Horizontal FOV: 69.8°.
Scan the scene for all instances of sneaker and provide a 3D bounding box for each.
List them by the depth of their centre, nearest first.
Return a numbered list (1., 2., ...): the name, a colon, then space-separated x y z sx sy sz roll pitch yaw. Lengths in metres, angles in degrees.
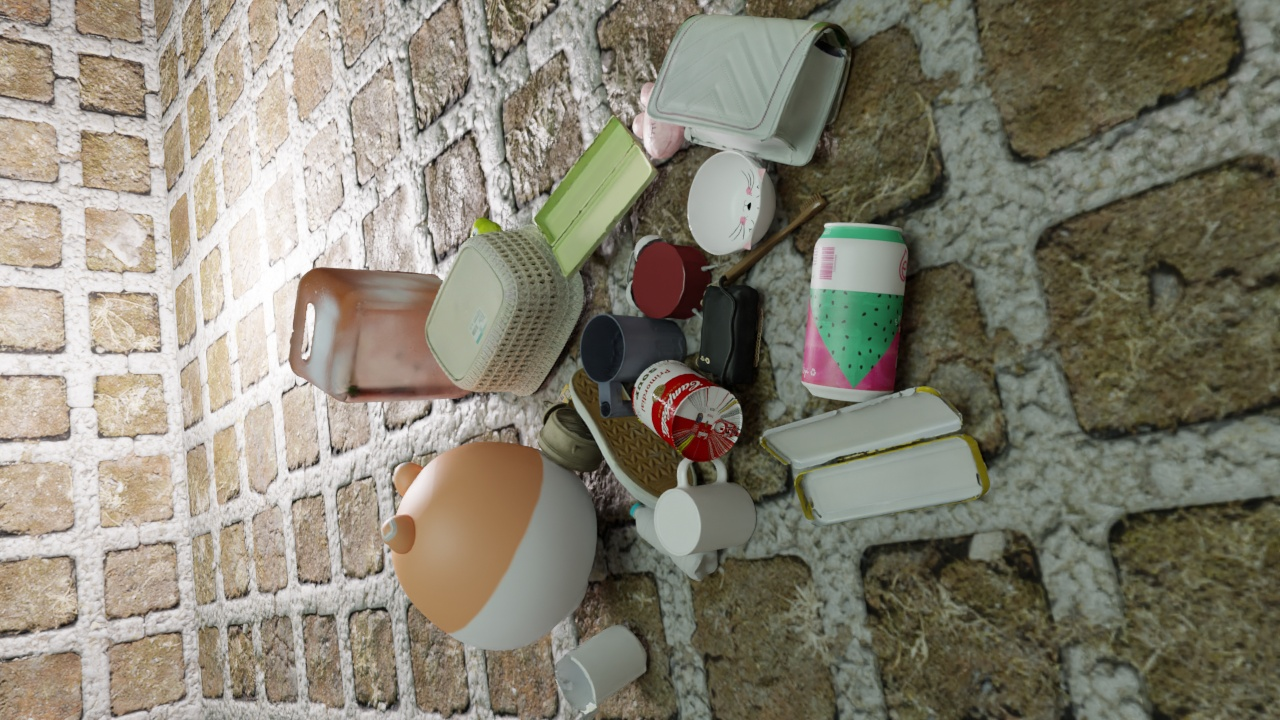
1. sneaker: -0.016 0.107 1.150 0.235 0.087 0.079 50 157 31

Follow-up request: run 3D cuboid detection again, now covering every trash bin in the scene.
1. trash bin: -0.386 -0.036 1.425 0.157 0.259 0.182 24 107 44

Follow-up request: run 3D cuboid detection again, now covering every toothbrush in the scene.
1. toothbrush: 0.142 -0.130 1.015 0.167 0.016 0.016 -40 62 40

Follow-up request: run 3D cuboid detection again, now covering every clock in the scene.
1. clock: 0.030 -0.099 1.116 0.138 0.048 0.096 25 108 45
2. clock: -0.095 0.090 1.227 0.141 0.092 0.055 48 117 44

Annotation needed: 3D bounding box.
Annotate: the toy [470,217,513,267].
1. toy: -0.231 -0.164 1.412 0.118 0.043 0.092 47 122 35

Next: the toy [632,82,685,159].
1. toy: 0.025 -0.303 1.125 0.105 0.053 0.108 35 118 59

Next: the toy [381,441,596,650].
1. toy: -0.198 0.234 1.193 0.266 0.280 0.262 -54 21 20

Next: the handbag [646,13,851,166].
1. handbag: 0.117 -0.298 0.990 0.199 0.096 0.142 28 97 45

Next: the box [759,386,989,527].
1. box: 0.222 0.095 0.891 0.210 0.045 0.128 -22 105 46

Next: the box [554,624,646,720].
1. box: -0.064 0.398 1.135 0.094 0.165 0.084 58 135 16

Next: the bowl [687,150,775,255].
1. bowl: 0.109 -0.173 1.024 0.115 0.050 0.114 0 91 51

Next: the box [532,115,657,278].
1. box: -0.061 -0.212 1.203 0.187 0.030 0.138 -49 49 21

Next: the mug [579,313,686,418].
1. mug: -0.007 0.007 1.114 0.084 0.103 0.124 -11 82 47

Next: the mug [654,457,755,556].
1. mug: 0.072 0.159 1.035 0.074 0.090 0.110 -7 85 48

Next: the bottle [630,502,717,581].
1. bottle: 0.036 0.213 1.110 0.136 0.044 0.044 32 113 44

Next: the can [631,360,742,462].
1. can: 0.050 0.055 1.040 0.116 0.086 0.087 -146 65 -63

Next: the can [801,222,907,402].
1. can: 0.207 -0.046 0.887 0.088 0.088 0.166 10 97 48

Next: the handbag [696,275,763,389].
1. handbag: 0.094 -0.032 1.042 0.079 0.054 0.128 13 102 52

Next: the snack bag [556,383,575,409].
1. snack bag: -0.109 0.069 1.291 0.026 0.020 0.099 53 126 36

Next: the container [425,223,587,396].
1. container: -0.194 -0.067 1.296 0.184 0.143 0.252 50 125 26
